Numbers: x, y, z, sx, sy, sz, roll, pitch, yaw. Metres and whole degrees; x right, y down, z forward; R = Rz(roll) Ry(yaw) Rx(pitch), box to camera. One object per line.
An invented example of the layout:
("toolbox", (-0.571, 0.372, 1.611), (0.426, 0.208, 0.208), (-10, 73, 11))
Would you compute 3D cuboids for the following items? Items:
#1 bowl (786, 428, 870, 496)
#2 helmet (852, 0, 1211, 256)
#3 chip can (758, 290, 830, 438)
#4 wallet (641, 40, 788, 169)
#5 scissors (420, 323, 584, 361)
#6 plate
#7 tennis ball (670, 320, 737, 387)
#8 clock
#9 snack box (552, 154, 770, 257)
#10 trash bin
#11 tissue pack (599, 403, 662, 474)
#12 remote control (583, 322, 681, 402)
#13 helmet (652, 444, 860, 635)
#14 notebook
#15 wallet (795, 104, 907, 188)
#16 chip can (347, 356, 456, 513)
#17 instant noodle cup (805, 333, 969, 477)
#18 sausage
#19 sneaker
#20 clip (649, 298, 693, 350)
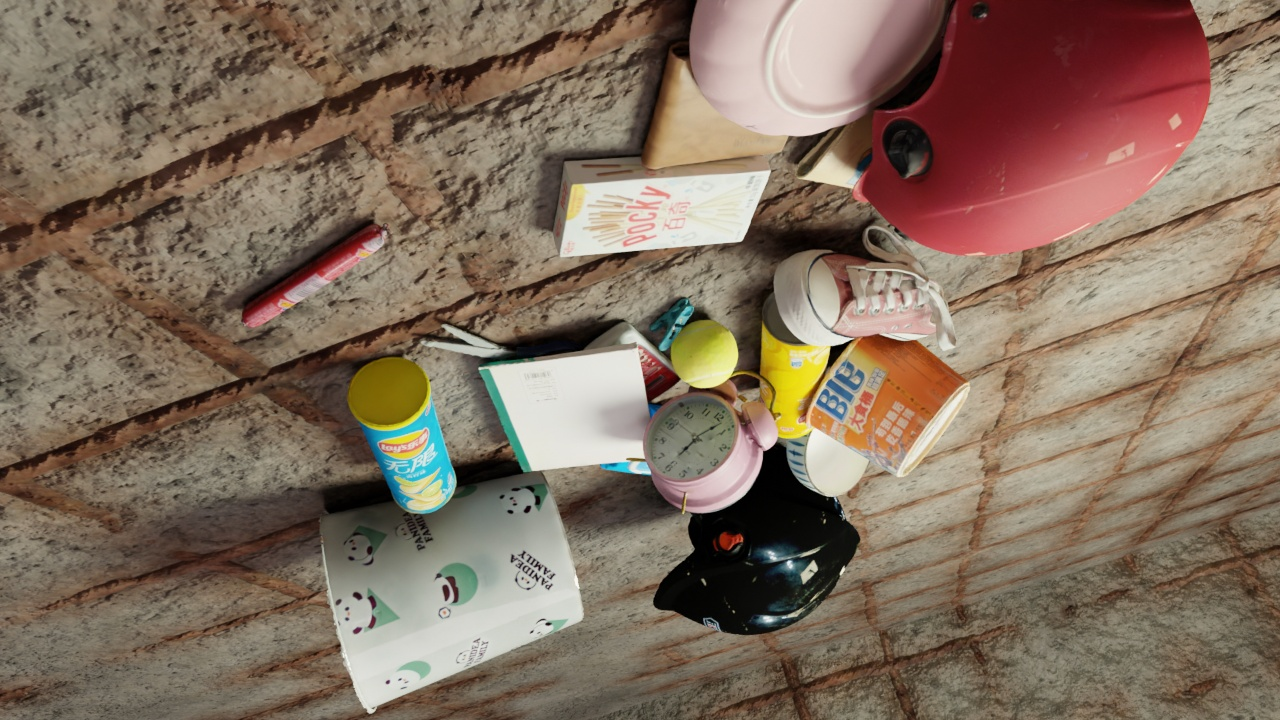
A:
("bowl", (0.224, 0.104, 1.135), (0.116, 0.116, 0.066), (6, -176, -34))
("helmet", (0.267, -0.147, 0.616), (0.206, 0.144, 0.241), (-18, 155, -34))
("chip can", (0.159, 0.006, 0.951), (0.072, 0.072, 0.214), (-14, 151, -3))
("wallet", (0.063, -0.178, 0.637), (0.115, 0.020, 0.101), (-9, 151, -17))
("scissors", (-0.117, -0.008, 0.849), (0.144, 0.012, 0.170), (-17, 152, 2))
("plate", (0.126, -0.210, 0.566), (0.192, 0.039, 0.193), (-16, 147, -11))
("tennis ball", (0.062, -0.006, 0.887), (0.065, 0.065, 0.066), (-12, 151, -7))
("clock", (0.072, 0.075, 0.922), (0.158, 0.117, 0.060), (-44, 140, -8))
("snack box", (0.015, -0.121, 0.705), (0.156, 0.026, 0.085), (-8, 150, -16))
("trash bin", (-0.211, 0.249, 1.053), (0.251, 0.229, 0.230), (-14, 152, -12))
("tissue pack", (0.027, 0.096, 1.061), (0.157, 0.052, 0.095), (10, 142, -38))
("remote control", (-0.005, 0.005, 0.912), (0.056, 0.020, 0.136), (-34, 148, 10))
("helmet", (0.145, 0.243, 1.199), (0.274, 0.230, 0.234), (-51, 157, -18))
("notebook", (-0.066, 0.054, 0.922), (0.150, 0.012, 0.209), (-7, 146, 2))
("wallet", (0.190, -0.165, 0.718), (0.115, 0.024, 0.088), (4, 150, -31))
("chip can", (-0.226, 0.079, 0.889), (0.071, 0.071, 0.211), (-10, 151, -10))
("instant noodle cup", (0.262, 0.042, 0.960), (0.151, 0.111, 0.152), (-41, 154, -25))
("sausage", (-0.245, -0.062, 0.686), (0.156, 0.020, 0.020), (-27, 149, 20))
("sneaker", (0.220, -0.061, 0.831), (0.240, 0.118, 0.088), (3, 164, -41))
("clip", (0.030, -0.036, 0.864), (0.013, 0.037, 0.055), (8, 136, -41))
